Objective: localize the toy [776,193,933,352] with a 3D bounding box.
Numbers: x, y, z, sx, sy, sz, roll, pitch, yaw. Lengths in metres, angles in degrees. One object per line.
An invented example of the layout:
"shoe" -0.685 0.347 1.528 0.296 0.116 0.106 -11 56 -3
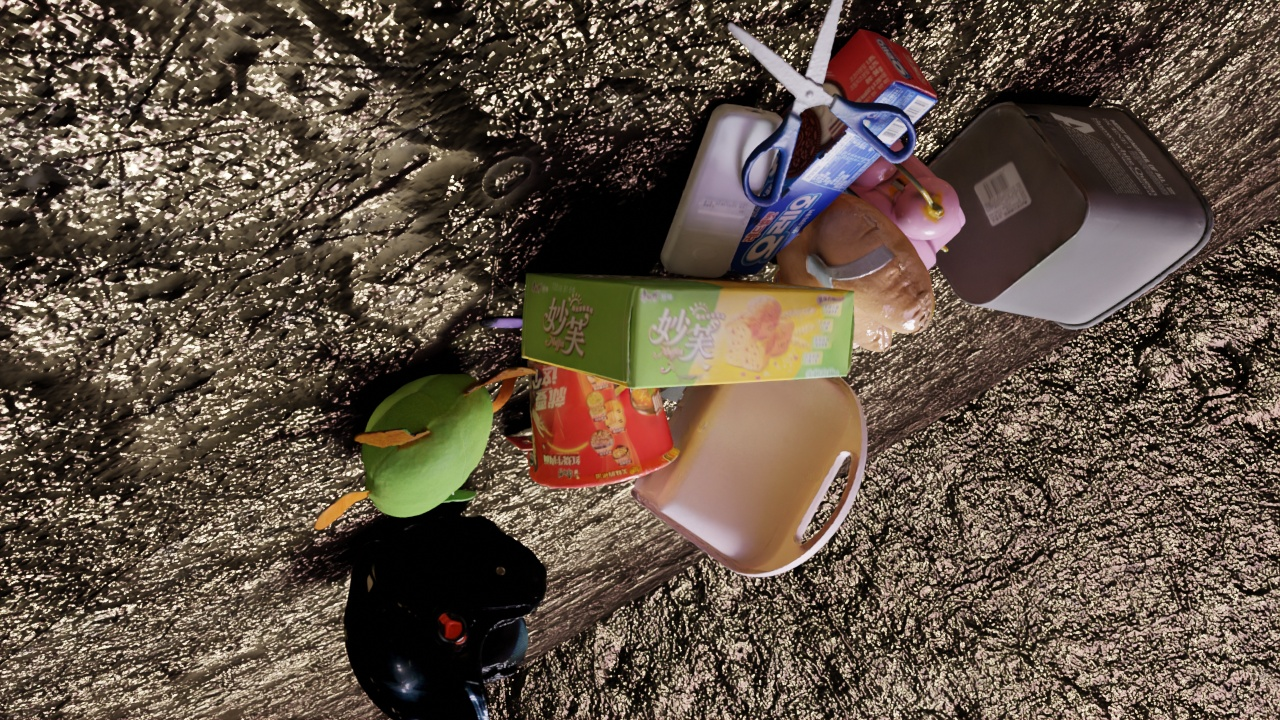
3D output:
"toy" 0.170 -0.065 0.800 0.082 0.143 0.226 -28 173 -11

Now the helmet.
"helmet" -0.234 0.318 1.089 0.230 0.274 0.234 3 144 -10

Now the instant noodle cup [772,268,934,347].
"instant noodle cup" 0.207 -0.074 0.918 0.137 0.138 0.110 -7 160 -48

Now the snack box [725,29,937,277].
"snack box" 0.122 -0.147 0.694 0.057 0.058 0.208 3 144 -40

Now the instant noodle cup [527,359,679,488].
"instant noodle cup" -0.042 0.042 0.824 0.138 0.108 0.138 -9 -170 1

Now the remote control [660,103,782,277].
"remote control" 0.058 -0.120 0.668 0.055 0.020 0.136 3 129 -22

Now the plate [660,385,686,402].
"plate" 0.101 0.032 1.098 0.179 0.024 0.179 -8 167 -2

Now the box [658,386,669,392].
"box" -0.006 0.005 0.924 0.185 0.059 0.089 -37 161 18

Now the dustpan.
"dustpan" 0.105 0.091 0.894 0.222 0.139 0.273 -62 -176 4

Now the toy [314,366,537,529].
"toy" -0.184 0.072 0.791 0.226 0.090 0.247 -34 170 -32

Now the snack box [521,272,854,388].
"snack box" 0.036 -0.027 0.702 0.209 0.070 0.158 -1 -171 -35

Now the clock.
"clock" 0.222 -0.139 0.787 0.060 0.117 0.158 -43 161 9

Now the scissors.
"scissors" 0.115 -0.165 0.603 0.162 0.012 0.176 11 137 -18

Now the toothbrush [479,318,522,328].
"toothbrush" -0.067 -0.034 0.806 0.188 0.016 0.014 -2 136 -48

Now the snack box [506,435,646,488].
"snack box" -0.071 0.103 0.974 0.127 0.044 0.113 -4 -177 -16

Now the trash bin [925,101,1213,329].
"trash bin" 0.407 -0.150 0.922 0.219 0.199 0.199 -2 147 -40
